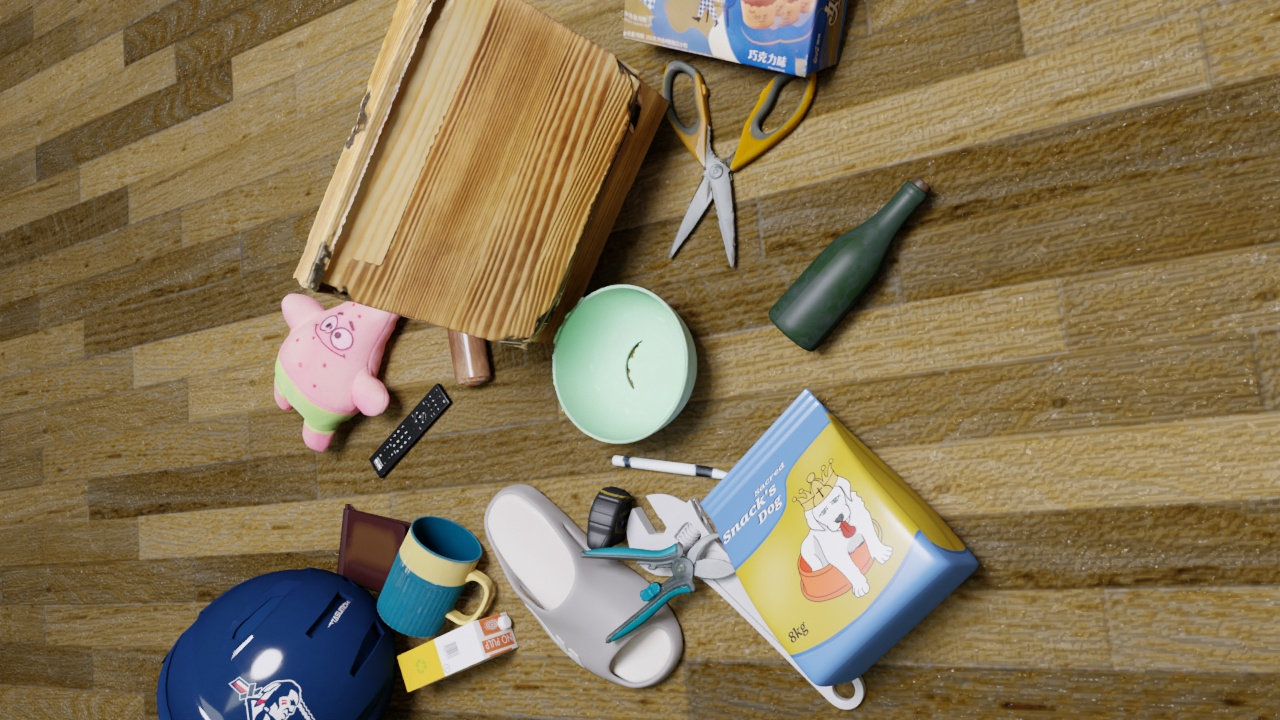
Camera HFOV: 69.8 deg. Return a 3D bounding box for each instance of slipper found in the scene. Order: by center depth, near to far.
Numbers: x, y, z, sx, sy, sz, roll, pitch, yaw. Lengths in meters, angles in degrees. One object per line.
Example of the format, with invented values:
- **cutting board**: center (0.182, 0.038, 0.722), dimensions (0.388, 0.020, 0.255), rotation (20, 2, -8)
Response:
- **slipper**: center (-0.079, 0.226, 0.923), dimensions (0.266, 0.080, 0.113), rotation (42, 104, 25)

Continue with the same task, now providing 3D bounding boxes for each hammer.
- **hammer**: center (-0.200, -0.120, 1.037), dimensions (0.158, 0.037, 0.300), rotation (-11, 82, 29)

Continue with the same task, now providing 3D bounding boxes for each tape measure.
- **tape measure**: center (-0.032, 0.156, 0.911), dimensions (0.034, 0.061, 0.061), rotation (14, 91, 16)

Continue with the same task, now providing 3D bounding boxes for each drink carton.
- **drink carton**: center (-0.196, 0.315, 0.996), dimensions (0.123, 0.058, 0.040), rotation (-30, 73, 25)

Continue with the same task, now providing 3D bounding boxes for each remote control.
- **remote control**: center (-0.272, 0.084, 1.081), dimensions (0.140, 0.009, 0.030), rotation (-45, 67, 20)

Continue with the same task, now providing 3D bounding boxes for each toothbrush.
- **toothbrush**: center (0.054, 0.104, 0.895), dimensions (0.187, 0.012, 0.017), rotation (3, 75, 29)

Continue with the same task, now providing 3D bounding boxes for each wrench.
- **wrench**: center (0.092, 0.227, 0.863), dimensions (0.273, 0.018, 0.087), rotation (42, 107, 23)

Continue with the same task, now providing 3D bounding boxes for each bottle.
- **bottle**: center (0.188, -0.088, 0.806), dimensions (0.055, 0.055, 0.174), rotation (47, 108, 23)

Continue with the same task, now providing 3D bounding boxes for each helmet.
- **helmet**: center (-0.379, 0.345, 0.982), dimensions (0.224, 0.271, 0.232), rotation (-38, 102, 26)

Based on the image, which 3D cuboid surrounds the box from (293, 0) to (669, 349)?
- **box**: center (-0.152, -0.177, 0.825), dimensions (0.284, 0.323, 0.279), rotation (27, 97, 19)

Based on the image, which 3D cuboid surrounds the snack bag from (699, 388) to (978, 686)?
- **snack bag**: center (0.156, 0.147, 0.791), dimensions (0.159, 0.102, 0.205), rotation (-50, 55, 17)

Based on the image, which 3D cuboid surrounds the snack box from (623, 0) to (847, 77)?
- **snack box**: center (0.087, -0.360, 0.836), dimensions (0.203, 0.069, 0.155), rotation (23, 126, 28)

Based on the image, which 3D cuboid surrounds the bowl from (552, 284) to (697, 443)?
- **bowl**: center (-0.005, 0.005, 0.896), dimensions (0.151, 0.077, 0.151), rotation (-2, 86, 29)

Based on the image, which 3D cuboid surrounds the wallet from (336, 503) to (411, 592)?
- **wallet**: center (-0.320, 0.227, 1.097), dimensions (0.116, 0.018, 0.091), rotation (6, 90, 31)

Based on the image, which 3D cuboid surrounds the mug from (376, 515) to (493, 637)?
- **mug**: center (-0.220, 0.246, 1.006), dimensions (0.113, 0.083, 0.107), rotation (29, 102, 7)

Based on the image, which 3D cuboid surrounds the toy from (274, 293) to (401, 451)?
- **toy**: center (-0.352, -0.010, 1.087), dimensions (0.192, 0.096, 0.237), rotation (45, 100, 15)

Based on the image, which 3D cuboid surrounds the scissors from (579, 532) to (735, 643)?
- **scissors**: center (0.008, 0.200, 0.865), dimensions (0.124, 0.019, 0.154), rotation (39, 85, 14)

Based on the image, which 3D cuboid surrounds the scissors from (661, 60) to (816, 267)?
- **scissors**: center (0.072, -0.208, 0.900), dimensions (0.216, 0.016, 0.225), rotation (42, 107, 25)
